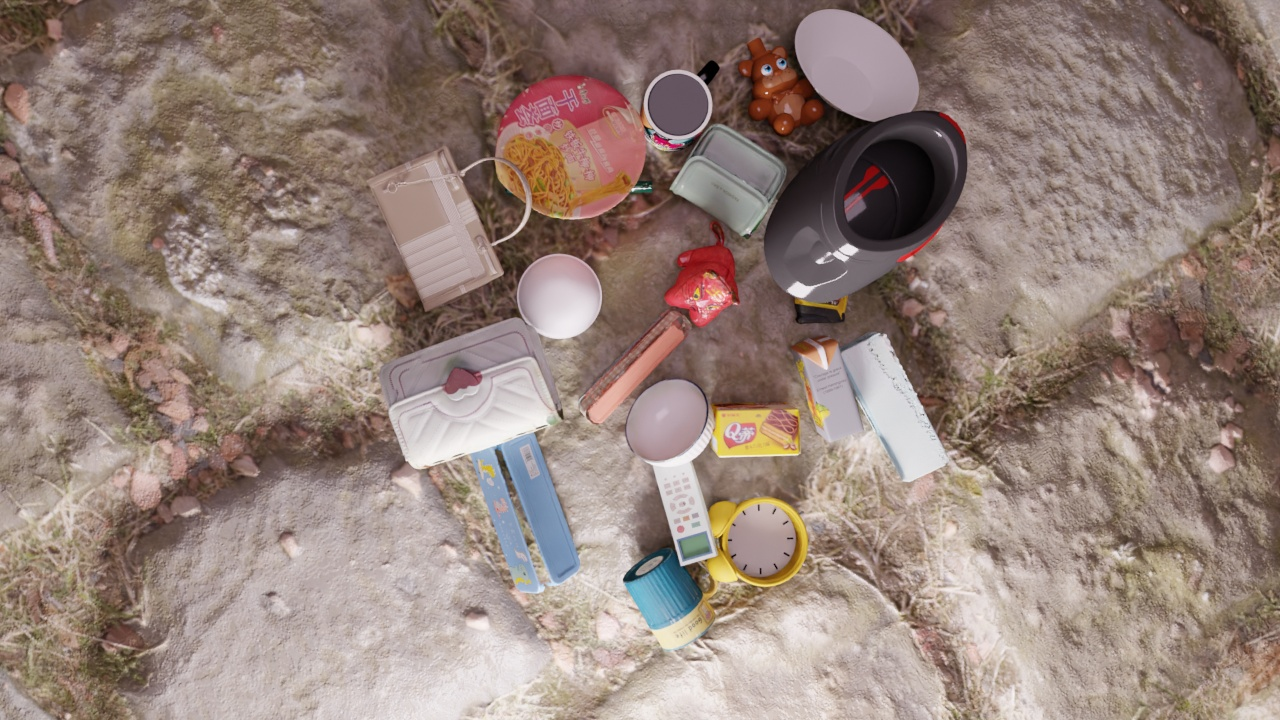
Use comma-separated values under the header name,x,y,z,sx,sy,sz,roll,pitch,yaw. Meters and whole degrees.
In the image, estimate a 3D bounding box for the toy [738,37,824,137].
name,x,y,z,sx,sy,sz,roll,pitch,yaw
toy,0.173,-0.347,1.154,0.095,0.065,0.127,-25,91,-10

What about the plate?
name,x,y,z,sx,sy,sz,roll,pitch,yaw
plate,0.262,-0.357,1.145,0.174,0.036,0.173,9,63,-18

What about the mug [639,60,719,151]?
name,x,y,z,sx,sy,sz,roll,pitch,yaw
mug,0.054,-0.320,1.131,0.082,0.098,0.118,41,92,-5

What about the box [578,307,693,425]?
name,x,y,z,sx,sy,sz,roll,pitch,yaw
box,-0.007,0.006,1.196,0.188,0.062,0.058,-44,121,-1

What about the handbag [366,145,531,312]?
name,x,y,z,sx,sy,sz,roll,pitch,yaw
handbag,-0.212,-0.176,1.109,0.198,0.062,0.175,-20,97,30

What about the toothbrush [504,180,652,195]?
name,x,y,z,sx,sy,sz,roll,pitch,yaw
toothbrush,-0.079,-0.222,1.175,0.190,0.017,0.016,-2,91,-2

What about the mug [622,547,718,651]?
name,x,y,z,sx,sy,sz,roll,pitch,yaw
mug,0.047,0.302,1.204,0.113,0.083,0.107,-34,93,-28

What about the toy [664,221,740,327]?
name,x,y,z,sx,sy,sz,roll,pitch,yaw
toy,0.099,-0.116,1.154,0.088,0.094,0.132,27,65,-20

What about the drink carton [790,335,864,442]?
name,x,y,z,sx,sy,sz,roll,pitch,yaw
drink carton,0.241,0.034,1.186,0.048,0.076,0.125,-19,100,-1

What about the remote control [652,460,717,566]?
name,x,y,z,sx,sy,sz,roll,pitch,yaw
remote control,0.059,0.190,1.193,0.050,0.024,0.143,-20,75,14

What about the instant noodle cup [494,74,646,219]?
name,x,y,z,sx,sy,sz,roll,pitch,yaw
instant noodle cup,-0.084,-0.252,1.132,0.178,0.078,0.178,0,85,-3

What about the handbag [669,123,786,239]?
name,x,y,z,sx,sy,sz,roll,pitch,yaw
handbag,0.114,-0.228,1.159,0.122,0.067,0.106,31,94,-5

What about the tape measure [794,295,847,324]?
name,x,y,z,sx,sy,sz,roll,pitch,yaw
tape measure,0.234,-0.080,1.192,0.065,0.037,0.064,-2,96,-5

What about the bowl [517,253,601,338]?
name,x,y,z,sx,sy,sz,roll,pitch,yaw
bowl,-0.104,-0.081,1.175,0.110,0.040,0.110,0,95,-3

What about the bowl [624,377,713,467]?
name,x,y,z,sx,sy,sz,roll,pitch,yaw
bowl,0.046,0.088,1.176,0.118,0.118,0.062,-44,138,2

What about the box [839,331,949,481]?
name,x,y,z,sx,sy,sz,roll,pitch,yaw
box,0.328,0.061,1.210,0.083,0.066,0.199,-26,96,24

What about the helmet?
name,x,y,z,sx,sy,sz,roll,pitch,yaw
helmet,0.261,-0.183,1.117,0.264,0.170,0.164,-45,97,-6

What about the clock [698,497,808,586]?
name,x,y,z,sx,sy,sz,roll,pitch,yaw
clock,0.146,0.237,1.206,0.152,0.052,0.113,0,85,-7

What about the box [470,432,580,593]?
name,x,y,z,sx,sy,sz,roll,pitch,yaw
box,-0.149,0.196,1.205,0.073,0.078,0.209,-23,97,-44

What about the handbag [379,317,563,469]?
name,x,y,z,sx,sy,sz,roll,pitch,yaw
handbag,-0.210,0.042,1.142,0.198,0.096,0.142,-20,82,1

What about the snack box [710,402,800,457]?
name,x,y,z,sx,sy,sz,roll,pitch,yaw
snack box,0.146,0.088,1.180,0.106,0.083,0.061,-1,94,-2
